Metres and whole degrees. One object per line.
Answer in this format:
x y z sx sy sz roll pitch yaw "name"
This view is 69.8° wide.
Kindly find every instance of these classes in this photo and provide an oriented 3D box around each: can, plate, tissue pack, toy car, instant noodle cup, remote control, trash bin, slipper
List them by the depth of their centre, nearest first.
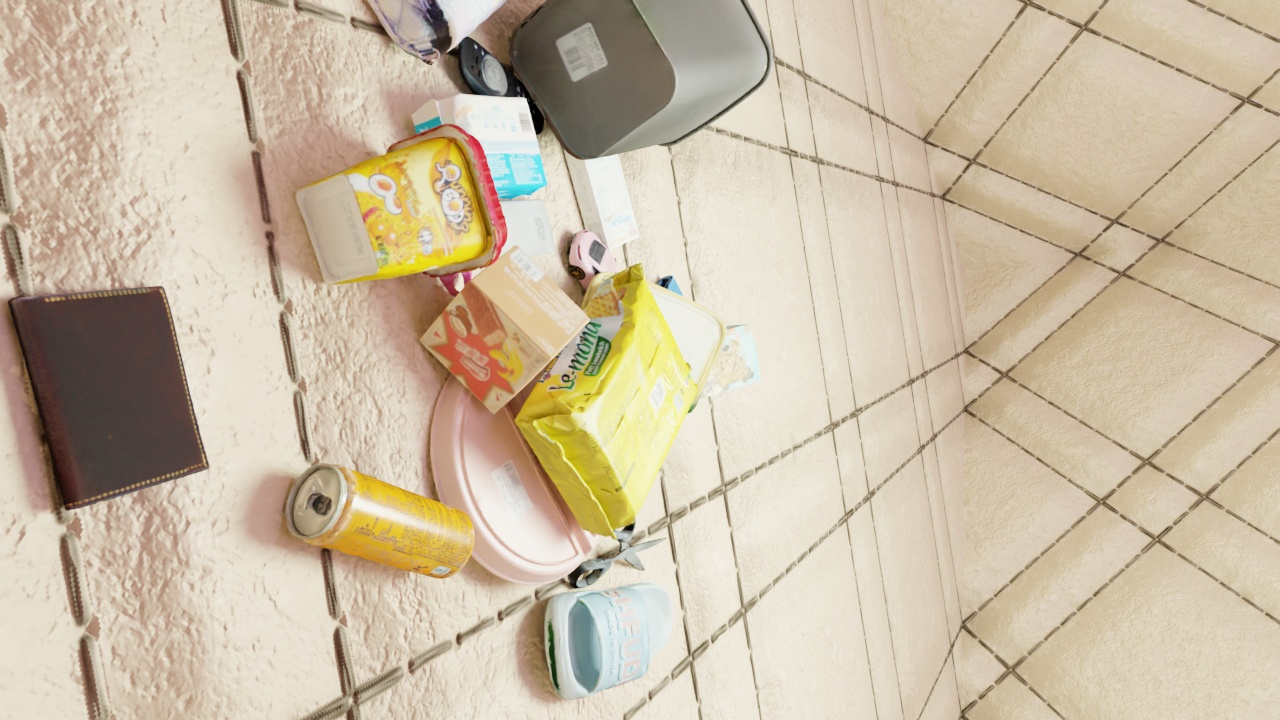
-0.191 0.123 0.692 0.146 0.058 0.058 37 52 -52 "can"
-0.188 -0.114 0.718 0.123 0.116 0.116 -29 108 -48 "instant noodle cup"
-0.147 -0.193 0.849 0.139 0.063 0.090 -26 105 -61 "tissue pack"
-0.099 0.093 0.860 0.229 0.028 0.229 25 58 -47 "plate"
-0.127 -0.127 0.896 0.149 0.021 0.058 -29 108 -68 "remote control"
-0.143 -0.270 0.917 0.136 0.024 0.053 32 53 -54 "remote control"
-0.018 0.282 0.948 0.245 0.074 0.104 8 77 -62 "slipper"
-0.005 -0.329 0.983 0.198 0.200 0.219 58 35 -6 "trash bin"
-0.043 -0.094 1.039 0.122 0.037 0.056 57 39 -39 "toy car"

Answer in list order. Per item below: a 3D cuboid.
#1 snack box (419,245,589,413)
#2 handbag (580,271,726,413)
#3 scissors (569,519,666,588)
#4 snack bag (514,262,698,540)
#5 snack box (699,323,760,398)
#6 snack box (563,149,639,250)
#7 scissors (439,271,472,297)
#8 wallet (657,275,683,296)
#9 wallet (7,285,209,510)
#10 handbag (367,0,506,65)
-0.117 -0.026 0.792 0.093 0.095 0.076 45 38 -6 "snack box"
-0.006 0.006 1.015 0.163 0.063 0.178 22 89 -28 "handbag"
-0.019 0.206 0.989 0.173 0.014 0.160 -31 147 -38 "scissors"
-0.018 0.037 0.884 0.158 0.068 0.245 63 37 -32 "snack bag"
0.064 0.008 1.120 0.174 0.052 0.074 -15 97 -34 "snack box"
-0.048 -0.210 1.070 0.084 0.027 0.157 -34 113 -59 "snack box"
-0.159 -0.114 0.859 0.105 0.017 0.135 67 28 -23 "scissors"
0.050 -0.031 1.191 0.133 0.040 0.106 60 32 -30 "wallet"
-0.311 0.018 0.546 0.096 0.020 0.122 -21 100 -66 "wallet"
-0.176 -0.369 0.829 0.134 0.076 0.193 62 35 -32 "handbag"
